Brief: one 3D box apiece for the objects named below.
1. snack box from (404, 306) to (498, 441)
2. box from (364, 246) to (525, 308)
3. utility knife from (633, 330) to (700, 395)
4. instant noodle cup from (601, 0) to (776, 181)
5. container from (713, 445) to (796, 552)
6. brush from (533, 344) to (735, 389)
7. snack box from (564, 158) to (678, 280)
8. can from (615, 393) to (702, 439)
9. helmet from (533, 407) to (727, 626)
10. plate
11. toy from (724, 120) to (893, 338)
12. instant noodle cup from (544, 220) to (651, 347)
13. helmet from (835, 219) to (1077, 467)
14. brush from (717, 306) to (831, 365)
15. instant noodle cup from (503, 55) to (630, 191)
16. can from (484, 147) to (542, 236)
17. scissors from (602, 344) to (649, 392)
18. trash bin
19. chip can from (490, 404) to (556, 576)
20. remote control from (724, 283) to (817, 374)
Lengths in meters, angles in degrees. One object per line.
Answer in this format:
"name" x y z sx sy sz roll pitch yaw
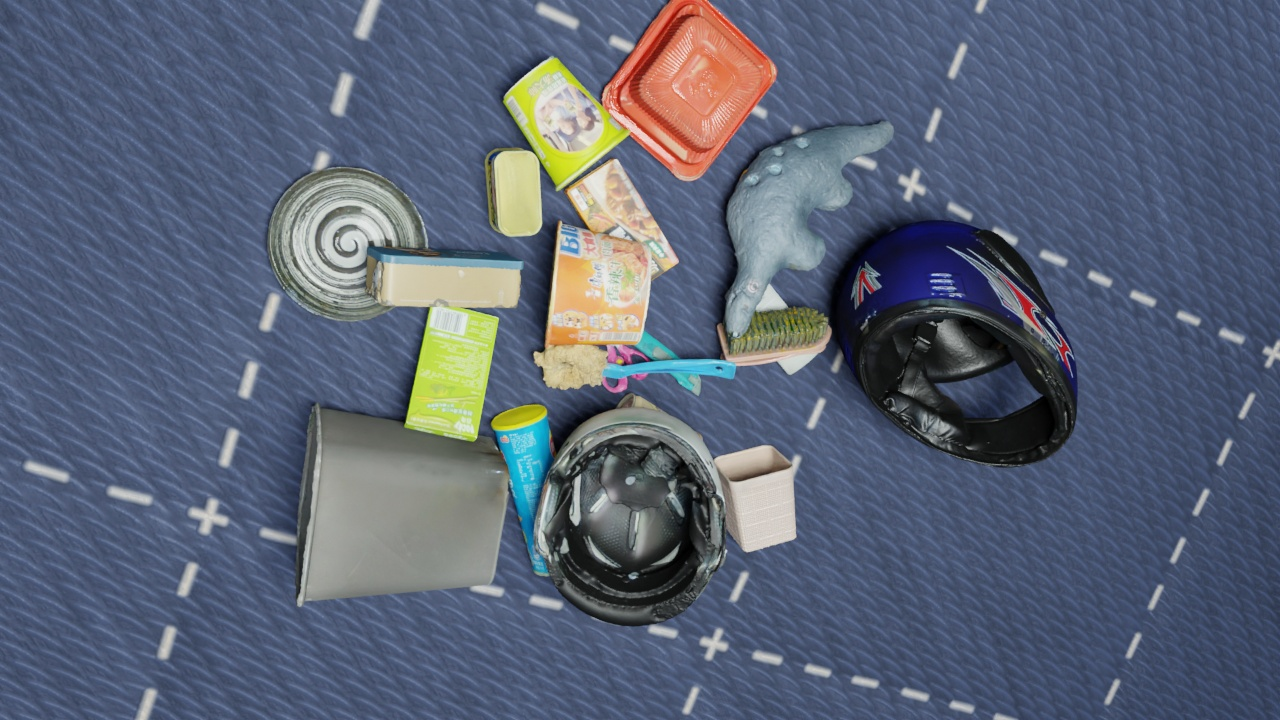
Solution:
"snack box" -0.225 0.013 1.097 0.085 0.026 0.156 13 69 -17
"box" -0.221 -0.096 1.063 0.184 0.090 0.061 -4 106 -32
"utility knife" 0.017 -0.013 1.190 0.182 0.013 0.029 37 69 -22
"instant noodle cup" 0.063 -0.329 1.102 0.164 0.079 0.189 35 94 -17
"container" 0.156 0.188 1.240 0.090 0.090 0.111 -13 109 -11
"brush" -0.007 0.007 1.153 0.254 0.045 0.083 2 132 -6
"snack box" -0.023 -0.167 1.144 0.075 0.026 0.154 -34 108 -4
"can" 0.021 0.095 1.198 0.116 0.058 0.058 33 93 -19
"helmet" -0.008 0.169 1.115 0.230 0.156 0.274 4 119 4
"plate" -0.342 -0.135 1.074 0.179 0.024 0.179 -3 102 -15
"toy" 0.184 -0.193 1.148 0.138 0.091 0.356 37 79 -13
"instant noodle cup" -0.051 -0.083 1.083 0.111 0.151 0.151 6 101 -6
"helmet" 0.401 -0.037 1.164 0.315 0.239 0.248 36 130 -12
"brush" 0.175 -0.029 1.188 0.145 0.063 0.073 -6 139 -6
"instant noodle cup" -0.091 -0.279 1.065 0.111 0.112 0.123 -39 101 -3
"can" -0.148 -0.197 1.075 0.057 0.083 0.102 -5 104 -13
"scissors" -0.029 -0.029 1.182 0.073 0.017 0.137 -19 102 -12
"trash bin" -0.284 0.168 1.079 0.219 0.199 0.199 6 103 -23
"chip can" -0.130 0.166 1.171 0.071 0.071 0.210 -16 107 -10
"remote control" 0.176 -0.051 1.222 0.058 0.021 0.150 -39 108 6
